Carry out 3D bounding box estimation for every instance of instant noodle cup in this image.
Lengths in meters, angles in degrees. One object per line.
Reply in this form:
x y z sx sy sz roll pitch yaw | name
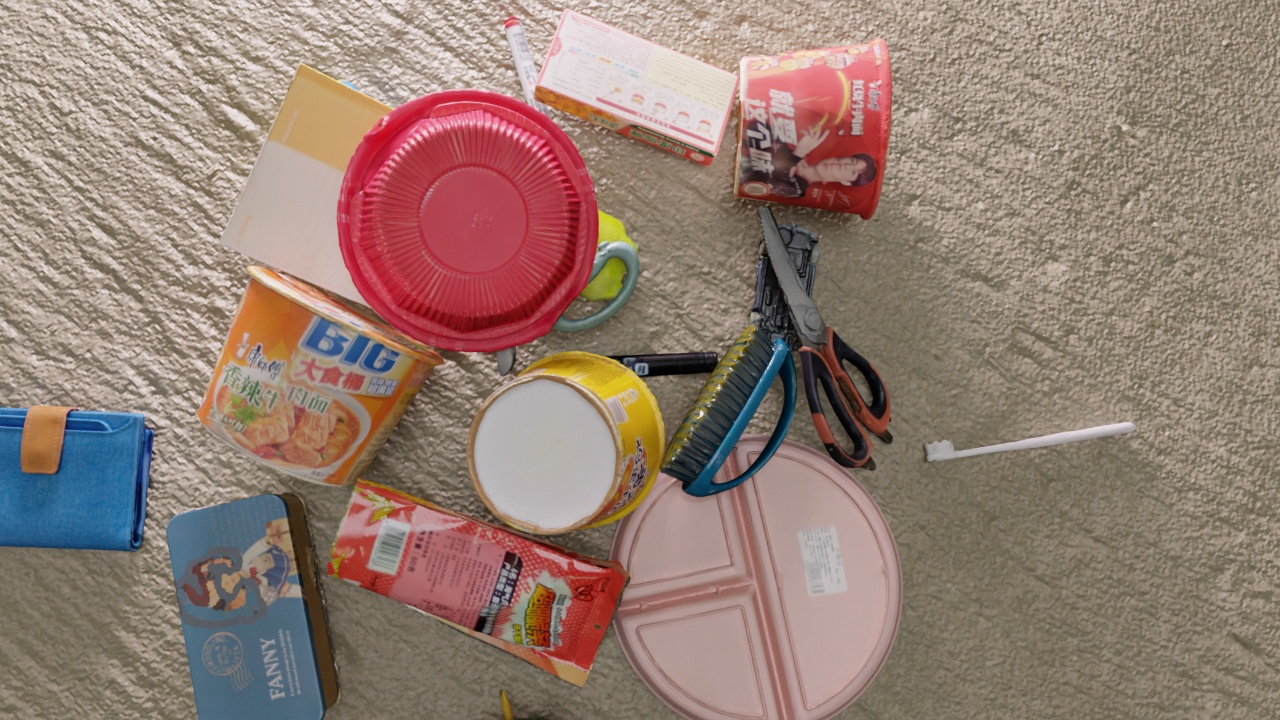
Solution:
-0.118 -0.098 0.652 0.193 0.066 0.194 -1 97 -13 | instant noodle cup
0.130 -0.180 0.718 0.108 0.138 0.137 2 81 4 | instant noodle cup
-0.233 0.015 0.657 0.151 0.151 0.111 28 89 0 | instant noodle cup
-0.056 0.063 0.661 0.138 0.109 0.138 0 91 9 | instant noodle cup

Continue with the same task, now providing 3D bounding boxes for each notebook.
-0.185 -0.109 0.690 0.206 0.010 0.146 24 89 -18 | notebook

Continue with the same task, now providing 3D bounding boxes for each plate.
0.088 0.169 0.702 0.229 0.028 0.229 0 77 1 | plate

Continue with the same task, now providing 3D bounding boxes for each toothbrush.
0.321 0.064 0.753 0.180 0.016 0.016 -7 77 -5 | toothbrush

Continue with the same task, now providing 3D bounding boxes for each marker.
-0.087 -0.217 0.761 0.017 0.017 0.145 -17 83 -7 | marker
-0.004 0.004 0.734 0.132 0.022 0.020 -3 89 -4 | marker

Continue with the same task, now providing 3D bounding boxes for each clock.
-0.066 0.327 0.665 0.161 0.056 0.116 37 81 2 | clock

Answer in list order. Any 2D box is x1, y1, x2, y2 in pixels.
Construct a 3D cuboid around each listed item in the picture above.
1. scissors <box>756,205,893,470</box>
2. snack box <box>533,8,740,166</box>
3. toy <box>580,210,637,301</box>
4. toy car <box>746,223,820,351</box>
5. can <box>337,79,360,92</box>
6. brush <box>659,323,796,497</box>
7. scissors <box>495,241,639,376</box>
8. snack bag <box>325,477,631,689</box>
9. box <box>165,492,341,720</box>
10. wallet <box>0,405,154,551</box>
0.147 -0.024 0.725 0.182 0.015 0.209 14 74 -31 | scissors
-0.002 -0.224 0.754 0.156 0.027 0.077 20 75 -6 | snack box
-0.053 -0.093 0.739 0.100 0.031 0.096 -9 86 -2 | toy
0.115 -0.058 0.746 0.049 0.031 0.105 11 86 -7 | toy car
-0.230 -0.156 0.722 0.083 0.057 0.102 39 81 4 | can
0.076 0.044 0.696 0.073 0.055 0.143 35 69 -5 | brush
-0.090 -0.083 0.701 0.174 0.019 0.170 -20 101 -7 | scissors
-0.119 0.159 0.668 0.208 0.073 0.129 21 123 0 | snack bag
-0.277 0.190 0.666 0.089 0.063 0.184 -15 82 -6 | box
-0.438 0.087 0.682 0.133 0.040 0.106 3 86 -5 | wallet
